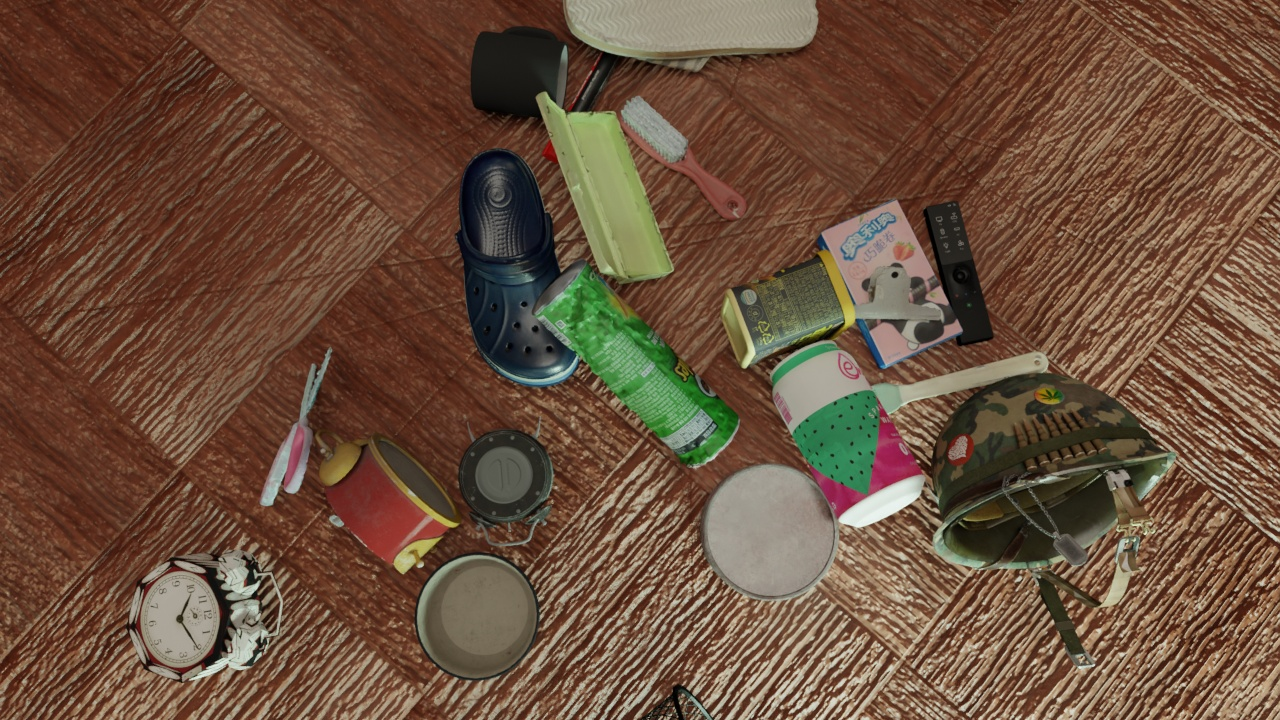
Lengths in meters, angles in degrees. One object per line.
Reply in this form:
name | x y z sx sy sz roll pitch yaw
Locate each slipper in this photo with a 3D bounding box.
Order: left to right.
slipper | -0.131 -0.096 0.911 0.105 0.095 0.252 -13 79 -5
slipper | 0.054 -0.365 0.969 0.272 0.054 0.114 0 78 -10

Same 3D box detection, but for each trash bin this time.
trash bin | -0.005 0.422 0.798 0.210 0.184 0.184 -34 83 1

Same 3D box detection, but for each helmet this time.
helmet | 0.367 0.127 0.823 0.224 0.193 0.236 -23 55 -17

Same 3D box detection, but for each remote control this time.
remote control | 0.329 -0.091 0.949 0.034 0.013 0.150 -12 82 -2

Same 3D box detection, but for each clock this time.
clock | -0.401 0.238 0.871 0.155 0.065 0.114 -12 81 13
clock | -0.251 0.127 0.864 0.081 0.117 0.159 -44 91 -3
clock | -0.131 0.119 0.902 0.091 0.044 0.122 -5 82 -1

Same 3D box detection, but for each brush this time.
brush | 0.045 -0.212 0.958 0.172 0.030 0.041 43 84 5
brush | 0.312 0.024 0.935 0.217 0.012 0.033 -13 82 -3

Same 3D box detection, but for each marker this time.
marker | -0.060 -0.275 0.972 0.023 0.021 0.145 23 81 33

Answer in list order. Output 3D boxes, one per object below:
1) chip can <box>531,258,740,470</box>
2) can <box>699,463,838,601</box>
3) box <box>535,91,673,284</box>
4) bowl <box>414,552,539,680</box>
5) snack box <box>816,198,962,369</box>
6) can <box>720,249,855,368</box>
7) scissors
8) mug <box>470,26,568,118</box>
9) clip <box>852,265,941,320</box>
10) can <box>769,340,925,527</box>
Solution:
chip can | -0.005 0.004 0.868 0.075 0.075 0.223 -46 106 -6
can | 0.124 0.166 0.896 0.130 0.044 0.130 0 82 0
box | -0.041 -0.167 0.913 0.048 0.140 0.187 -24 83 28
bowl | -0.151 0.240 0.877 0.115 0.059 0.115 0 82 0
snack box | 0.253 -0.078 0.937 0.088 0.033 0.154 -23 83 -3
can | 0.137 -0.045 0.885 0.101 0.131 0.072 -20 82 -1
scissors | -0.336 0.075 0.888 0.014 0.168 0.170 21 37 -29
mug | -0.122 -0.307 0.955 0.088 0.078 0.113 8 55 1
clip | 0.246 -0.066 0.903 0.101 0.041 0.054 0 95 1
can | 0.194 0.069 0.874 0.088 0.088 0.165 -25 67 -4
